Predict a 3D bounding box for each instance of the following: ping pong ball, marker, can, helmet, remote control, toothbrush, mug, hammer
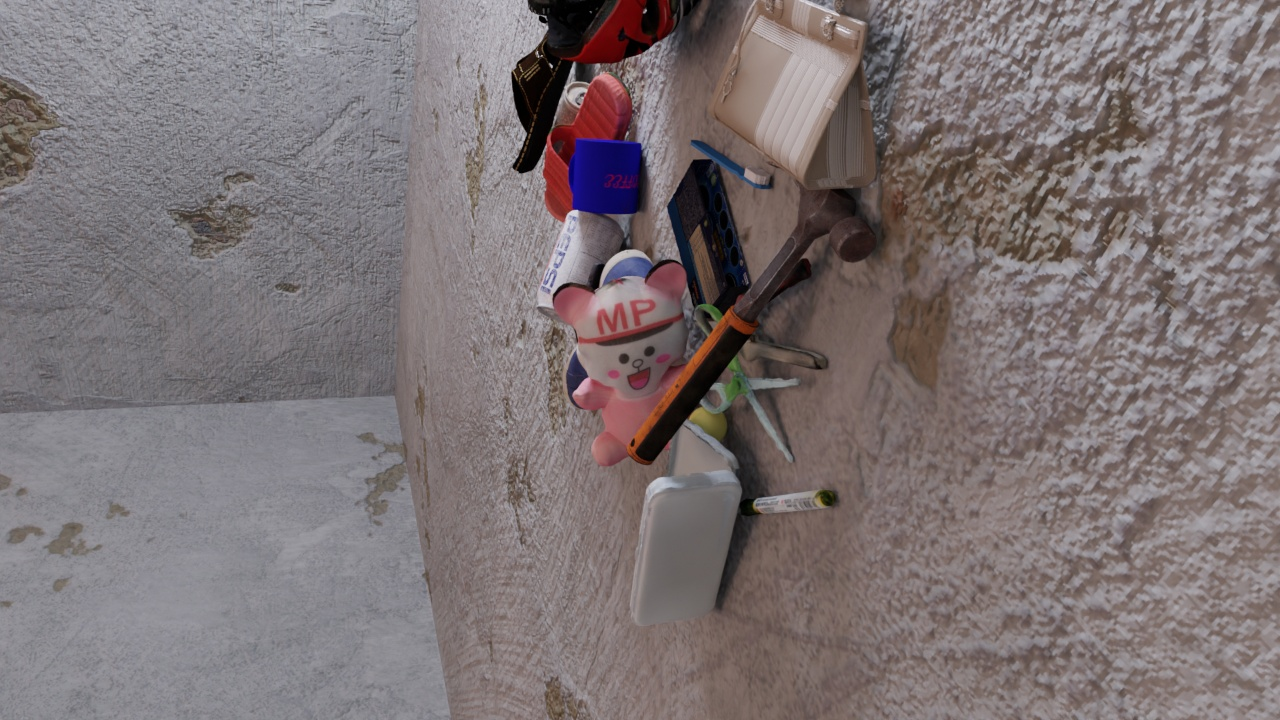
[{"bbox_3d":[0.067,0.066,0.924,0.040,0.040,0.040,177,90,-69],"label":"ping pong ball"},{"bbox_3d":[0.127,0.127,0.810,0.147,0.017,0.017,151,115,-66],"label":"marker"},{"bbox_3d":[-0.077,-0.117,1.164,0.078,0.078,0.136,-9,60,69],"label":"can"},{"bbox_3d":[-0.018,-0.415,0.923,0.272,0.166,0.217,-177,85,-69],"label":"helmet"},{"bbox_3d":[-0.043,-0.096,1.130,0.124,0.009,0.046,-9,-61,-74],"label":"remote control"},{"bbox_3d":[-0.095,-0.320,1.281,0.136,0.054,0.054,120,142,-53],"label":"can"},{"bbox_3d":[0.084,-0.195,0.890,0.166,0.016,0.014,-126,40,-56],"label":"toothbrush"},{"bbox_3d":[-0.051,-0.229,1.130,0.111,0.079,0.083,21,113,47],"label":"mug"},{"bbox_3d":[0.072,-0.030,0.796,0.315,0.035,0.137,-55,37,31],"label":"hammer"}]

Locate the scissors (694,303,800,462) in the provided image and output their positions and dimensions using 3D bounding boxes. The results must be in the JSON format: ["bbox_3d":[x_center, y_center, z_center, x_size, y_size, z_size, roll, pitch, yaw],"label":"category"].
[{"bbox_3d":[0.093,0.024,0.847,0.171,0.023,0.168,62,148,21],"label":"scissors"}]

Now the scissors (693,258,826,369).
[{"bbox_3d":[0.105,-0.031,0.825,0.179,0.015,0.188,56,141,40],"label":"scissors"}]

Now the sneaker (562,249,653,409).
[{"bbox_3d":[-0.018,0.000,1.081,0.118,0.091,0.234,60,137,46],"label":"sneaker"}]

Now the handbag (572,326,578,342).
[{"bbox_3d":[-0.077,-0.091,1.272,0.138,0.063,0.166,108,152,-77],"label":"handbag"}]

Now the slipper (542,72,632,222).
[{"bbox_3d":[-0.083,-0.268,1.212,0.103,0.059,0.250,55,143,16],"label":"slipper"}]

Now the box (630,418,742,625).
[{"bbox_3d":[0.037,0.158,0.931,0.124,0.106,0.216,-106,19,-49],"label":"box"}]

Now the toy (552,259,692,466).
[{"bbox_3d":[-0.006,0.006,0.958,0.084,0.142,0.213,-79,-22,-64],"label":"toy"}]

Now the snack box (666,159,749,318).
[{"bbox_3d":[0.066,-0.118,0.927,0.082,0.027,0.150,123,139,-59],"label":"snack box"}]

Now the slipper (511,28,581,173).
[{"bbox_3d":[-0.142,-0.394,1.284,0.113,0.075,0.267,-177,105,-80],"label":"slipper"}]

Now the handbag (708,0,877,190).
[{"bbox_3d":[0.125,-0.255,0.698,0.175,0.062,0.198,-123,33,-53],"label":"handbag"}]
